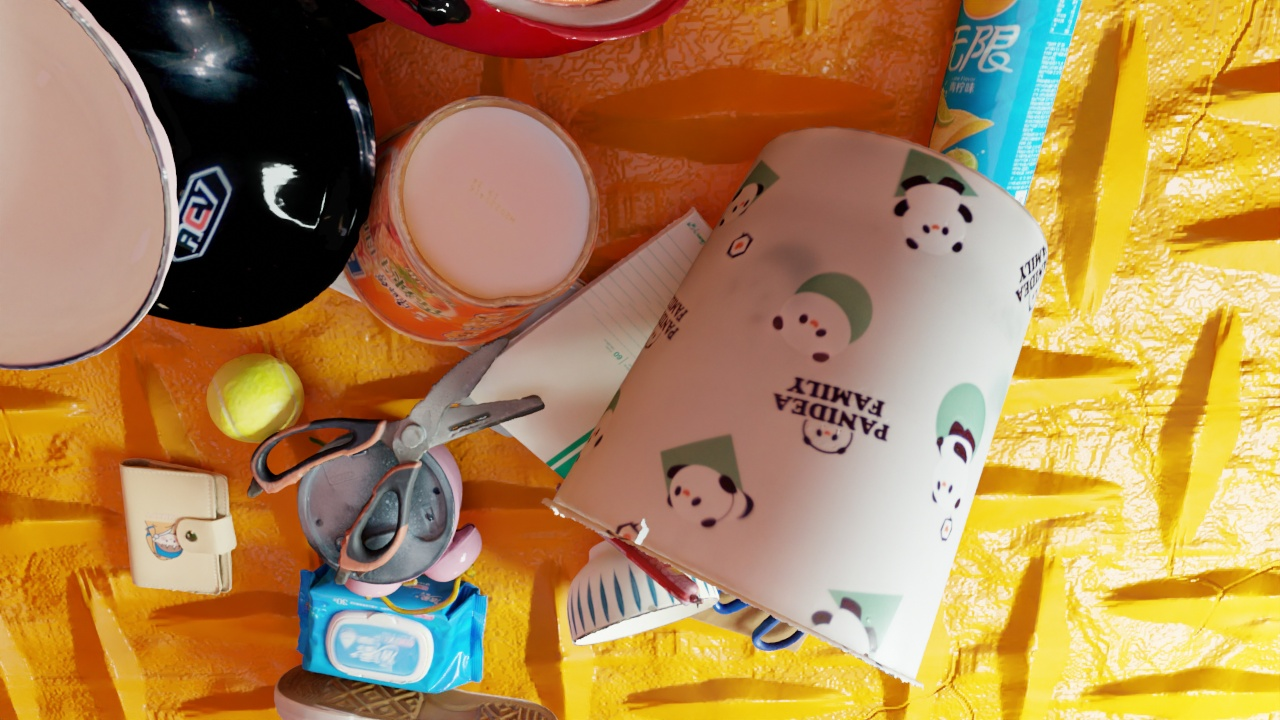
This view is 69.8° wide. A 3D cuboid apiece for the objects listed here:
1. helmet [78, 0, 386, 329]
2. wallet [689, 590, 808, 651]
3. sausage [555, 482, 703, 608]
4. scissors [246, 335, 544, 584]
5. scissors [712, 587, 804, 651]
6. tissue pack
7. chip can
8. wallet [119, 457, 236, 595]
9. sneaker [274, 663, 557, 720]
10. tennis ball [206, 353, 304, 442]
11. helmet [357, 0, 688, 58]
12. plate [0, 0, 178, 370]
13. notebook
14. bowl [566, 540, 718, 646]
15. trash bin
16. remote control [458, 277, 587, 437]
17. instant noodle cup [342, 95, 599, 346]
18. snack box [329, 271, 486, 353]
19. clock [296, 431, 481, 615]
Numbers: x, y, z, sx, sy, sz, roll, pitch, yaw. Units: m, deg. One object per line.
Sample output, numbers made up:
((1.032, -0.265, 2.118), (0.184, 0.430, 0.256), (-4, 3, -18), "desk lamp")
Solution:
((-0.275, -0.147, 0.509), (0.274, 0.229, 0.234), (47, 111, 25), "helmet")
((0.103, 0.181, 0.745), (0.101, 0.020, 0.115), (18, 114, -4), "wallet")
((-0.011, 0.130, 0.661), (0.156, 0.020, 0.020), (33, 117, 36), "sausage")
((-0.175, 0.066, 0.644), (0.189, 0.015, 0.224), (17, 99, 1), "scissors")
((0.129, 0.164, 0.718), (0.144, 0.012, 0.170), (15, 115, -4), "scissors")
((-0.203, 0.220, 0.750), (0.157, 0.052, 0.095), (10, 112, -2), "tissue pack")
((0.222, -0.174, 0.566), (0.071, 0.071, 0.210), (7, 113, -1), "chip can")
((-0.370, 0.136, 0.738), (0.087, 0.024, 0.115), (7, 111, -2), "wallet")
((-0.188, 0.316, 0.762), (0.241, 0.118, 0.088), (12, 103, 1), "sneaker")
((-0.279, 0.027, 0.666), (0.065, 0.065, 0.065), (1, 112, 1), "tennis ball")
((-0.093, -0.259, 0.493), (0.240, 0.144, 0.206), (37, 66, -28), "helmet")
((-0.286, -0.089, 0.393), (0.192, 0.039, 0.193), (3, 117, 5), "plate")
((-0.004, 0.004, 0.660), (0.209, 0.012, 0.150), (-35, 122, 14), "notebook")
((-0.004, 0.171, 0.706), (0.116, 0.116, 0.066), (-21, 68, 10), "bowl")
((0.100, 0.021, 0.536), (0.229, 0.230, 0.251), (27, 80, -9), "trash bin")
((-0.080, -0.005, 0.670), (0.056, 0.020, 0.136), (32, 112, -11), "remote control")
((-0.100, -0.085, 0.555), (0.151, 0.112, 0.151), (1, 88, -26), "instant noodle cup")
((-0.166, -0.075, 0.642), (0.157, 0.026, 0.085), (25, 110, -9), "snack box")
((-0.185, 0.120, 0.693), (0.117, 0.059, 0.158), (-15, 98, 6), "clock")
